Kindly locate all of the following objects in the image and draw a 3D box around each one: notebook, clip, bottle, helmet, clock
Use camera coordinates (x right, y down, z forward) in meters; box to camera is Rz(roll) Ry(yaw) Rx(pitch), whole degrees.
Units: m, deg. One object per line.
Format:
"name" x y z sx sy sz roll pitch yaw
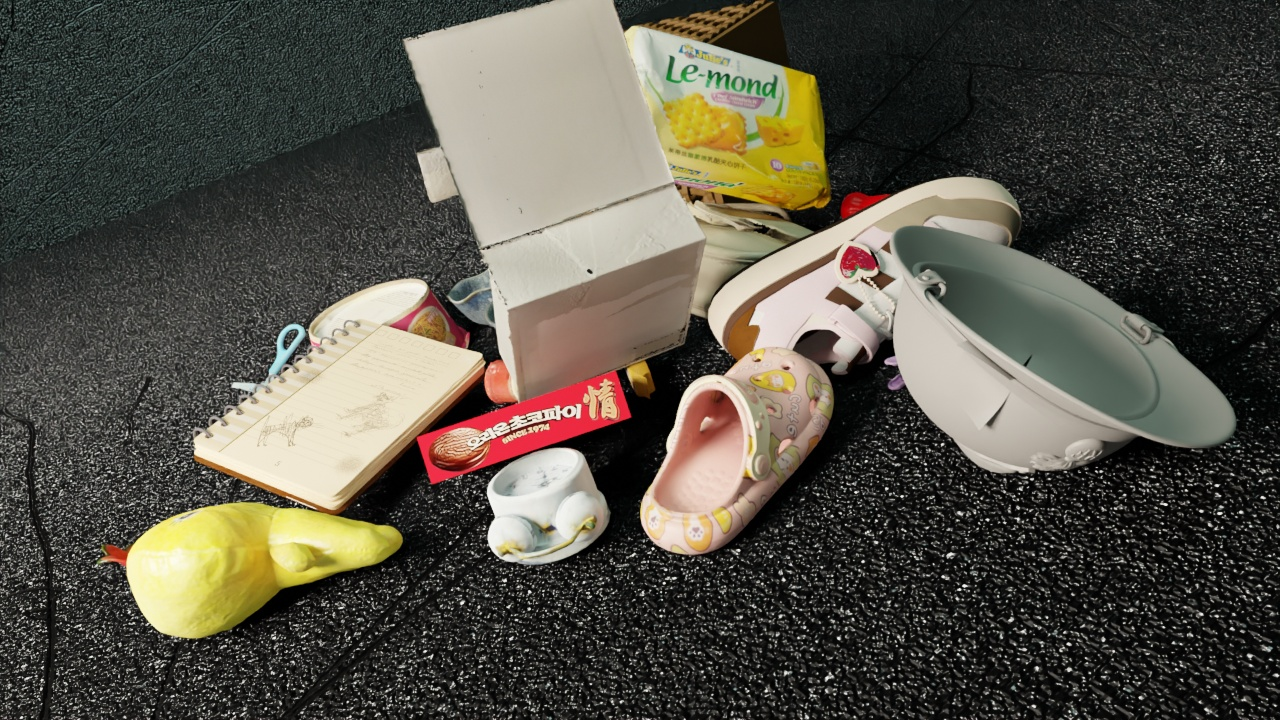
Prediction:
"notebook" -0.269 0.038 0.834 0.167 0.024 0.224 16 38 20
"clip" 0.215 0.002 0.727 0.051 0.032 0.013 -27 28 -21
"bottle" -0.092 0.019 0.857 0.109 0.044 0.044 -1 32 27
"bottle" 0.271 -0.158 0.975 0.036 0.036 0.119 -36 33 -32
"helmet" 0.240 0.015 0.601 0.183 0.118 0.270 10 30 -15
"clock" -0.066 0.109 0.655 0.083 0.057 0.117 -18 20 -1

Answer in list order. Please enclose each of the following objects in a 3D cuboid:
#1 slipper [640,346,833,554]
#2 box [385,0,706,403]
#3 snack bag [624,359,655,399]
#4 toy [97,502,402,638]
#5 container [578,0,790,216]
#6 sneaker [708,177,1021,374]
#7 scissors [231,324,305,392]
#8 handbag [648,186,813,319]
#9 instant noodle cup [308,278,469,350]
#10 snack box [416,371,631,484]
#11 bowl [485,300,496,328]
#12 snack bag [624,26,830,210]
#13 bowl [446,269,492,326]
"slipper" 0.068 0.048 0.654 0.093 0.081 0.196 11 46 36
"box" -0.067 -0.132 0.734 0.167 0.330 0.165 -21 14 -16
"snack bag" -0.005 0.005 0.850 0.020 0.026 0.099 -19 28 -3
"toy" -0.287 0.149 0.685 0.207 0.092 0.134 -13 -6 -5
"container" 0.051 -0.303 1.175 0.214 0.220 0.250 3 34 34
"sneaker" 0.211 -0.060 0.780 0.293 0.112 0.116 -21 49 -8
"scissors" -0.392 0.016 0.997 0.135 0.129 0.015 6 -4 20
"handbag" 0.107 -0.126 0.928 0.184 0.132 0.229 -17 28 -14
"instant noodle cup" -0.289 -0.028 1.024 0.179 0.078 0.178 -14 28 7
"snack box" -0.085 0.052 0.731 0.152 0.036 0.132 -19 -3 -1
"bowl" -0.088 -0.046 0.959 0.137 0.057 0.136 -14 28 7
"snack bag" 0.088 -0.242 0.955 0.247 0.068 0.159 9 63 -20
"bowl" -0.162 -0.073 1.051 0.110 0.055 0.110 -19 21 7
